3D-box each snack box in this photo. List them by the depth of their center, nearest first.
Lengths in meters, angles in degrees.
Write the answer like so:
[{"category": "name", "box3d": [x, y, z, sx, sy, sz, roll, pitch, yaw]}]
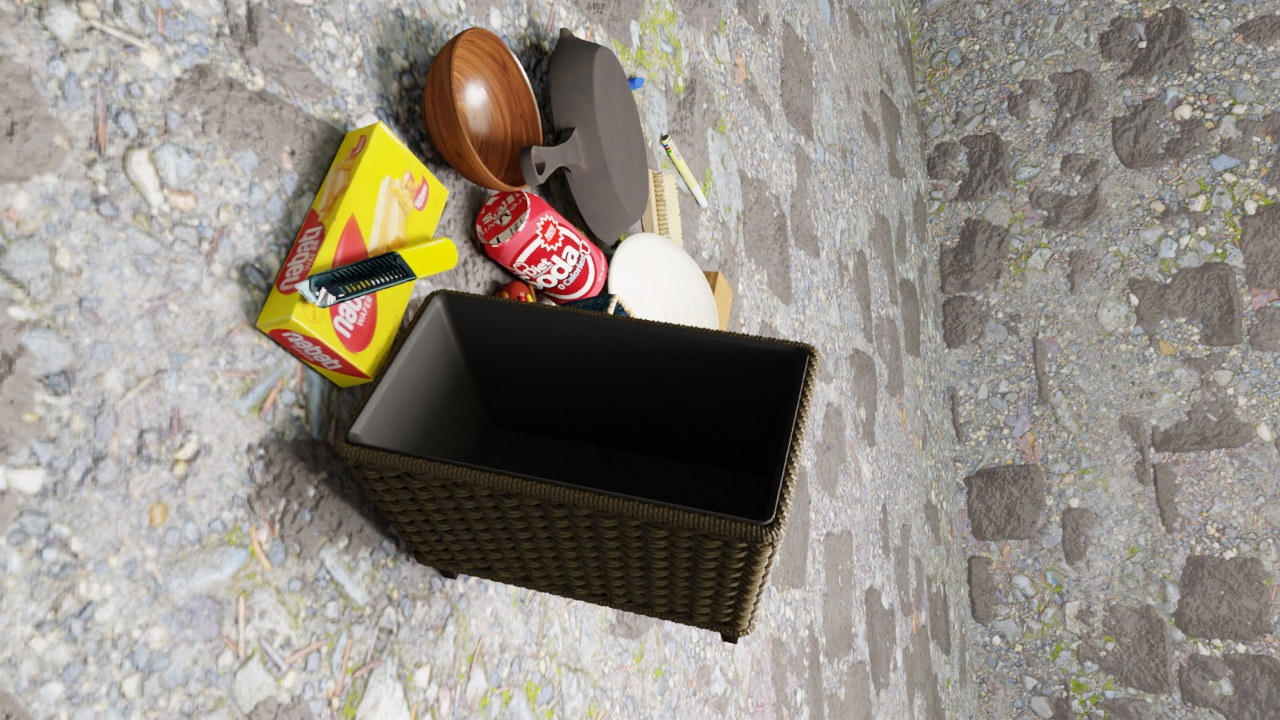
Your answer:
[{"category": "snack box", "box3d": [-0.222, -0.086, 0.730, 0.092, 0.042, 0.200, 48, 44, -45]}]

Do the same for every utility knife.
[{"category": "utility knife", "box3d": [-0.198, -0.068, 0.704, 0.170, 0.020, 0.029, -32, 110, -60]}]

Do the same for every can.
[{"category": "can", "box3d": [-0.096, -0.111, 0.925, 0.142, 0.075, 0.074, 37, 53, -52]}]

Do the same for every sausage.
[{"category": "sausage", "box3d": [-0.109, -0.004, 0.914, 0.040, 0.040, 0.155, -31, 110, -58]}]

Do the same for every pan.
[{"category": "pan", "box3d": [-0.051, -0.230, 0.973, 0.355, 0.043, 0.249, -57, 136, -67]}]

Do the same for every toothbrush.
[{"category": "toothbrush", "box3d": [-0.037, -0.332, 1.147, 0.186, 0.011, 0.016, -47, 124, -54]}]

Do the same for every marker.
[{"category": "marker", "box3d": [0.064, -0.268, 1.306, 0.132, 0.014, 0.014, 52, 41, -42]}]

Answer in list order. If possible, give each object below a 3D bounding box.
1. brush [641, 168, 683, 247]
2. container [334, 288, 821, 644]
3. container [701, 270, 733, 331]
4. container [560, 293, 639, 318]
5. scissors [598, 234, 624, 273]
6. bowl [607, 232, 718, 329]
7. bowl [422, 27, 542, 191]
[{"category": "brush", "box3d": [0.028, -0.195, 1.201, 0.049, 0.039, 0.117, -3, 84, -59]}, {"category": "container", "box3d": [-0.036, 0.094, 0.736, 0.205, 0.321, 0.176, 84, 20, -46]}, {"category": "container", "box3d": [0.082, -0.069, 1.243, 0.063, 0.061, 0.113, 52, 41, -42]}, {"category": "container", "box3d": [-0.026, 0.044, 0.934, 0.187, 0.071, 0.145, 50, 44, -42]}, {"category": "scissors", "box3d": [-0.023, -0.128, 1.123, 0.129, 0.012, 0.119, 60, 38, -32]}, {"category": "bowl", "box3d": [0.012, -0.060, 1.097, 0.176, 0.058, 0.176, 18, 61, -38]}, {"category": "bowl", "box3d": [-0.157, -0.224, 0.848, 0.147, 0.069, 0.147, -8, 90, -66]}]
